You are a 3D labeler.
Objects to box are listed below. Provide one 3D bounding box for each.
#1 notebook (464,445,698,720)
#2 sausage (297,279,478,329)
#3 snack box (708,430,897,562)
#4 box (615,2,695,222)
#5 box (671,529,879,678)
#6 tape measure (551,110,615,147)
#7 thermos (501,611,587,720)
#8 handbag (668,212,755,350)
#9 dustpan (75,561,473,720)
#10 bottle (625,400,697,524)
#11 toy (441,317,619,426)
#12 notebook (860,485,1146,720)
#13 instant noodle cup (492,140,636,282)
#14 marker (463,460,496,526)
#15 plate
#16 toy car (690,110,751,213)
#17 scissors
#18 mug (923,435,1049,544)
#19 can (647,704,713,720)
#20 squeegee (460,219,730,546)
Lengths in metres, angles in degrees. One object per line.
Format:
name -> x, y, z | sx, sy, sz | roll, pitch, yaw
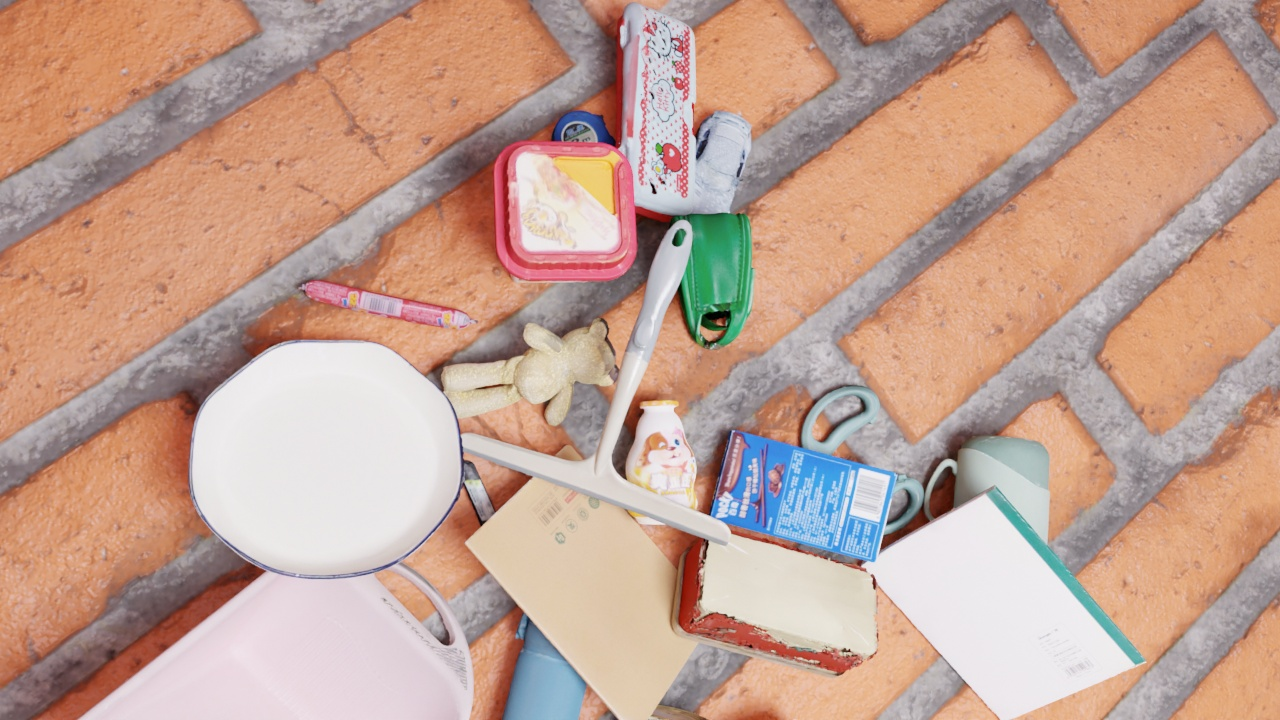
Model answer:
notebook -> -0.035, 0.188, 0.777 | 0.207, 0.008, 0.147 | 50, 43, -3
sausage -> -0.219, -0.047, 0.801 | 0.156, 0.020, 0.020 | 12, 80, -11
snack box -> 0.148, 0.124, 0.841 | 0.157, 0.026, 0.084 | 15, 84, 0
box -> 0.013, -0.229, 0.841 | 0.087, 0.049, 0.201 | 12, 72, -39
box -> 0.121, 0.210, 0.797 | 0.168, 0.080, 0.091 | 17, 53, -10
tape measure -> -0.055, -0.204, 0.856 | 0.058, 0.025, 0.054 | -28, 87, -19
thermos -> -0.088, 0.311, 0.761 | 0.070, 0.070, 0.220 | 15, 79, -10
handbag -> 0.061, -0.069, 0.811 | 0.068, 0.131, 0.120 | -2, 89, 0
dustpan -> -0.240, 0.256, 0.664 | 0.139, 0.273, 0.222 | -43, 96, 10
bottle -> 0.018, 0.090, 0.813 | 0.063, 0.063, 0.108 | 0, 83, -13
toy -> -0.097, 0.010, 0.805 | 0.157, 0.066, 0.105 | -15, 118, -10
notebook -> 0.327, 0.228, 0.839 | 0.151, 0.012, 0.209 | -40, 93, 30
instant noodle cup -> -0.071, -0.117, 0.790 | 0.116, 0.124, 0.116 | -1, 83, -14
marker -> -0.130, 0.144, 0.799 | 0.018, 0.015, 0.124 | -23, 85, -15
plate -> -0.247, 0.080, 0.735 | 0.204, 0.046, 0.204 | 10, 60, -17
toy car -> 0.070, -0.178, 0.876 | 0.054, 0.037, 0.120 | 20, 82, -10
scissors -> 0.186, 0.094, 0.874 | 0.173, 0.019, 0.177 | -1, 84, -10
mug -> 0.329, 0.127, 0.876 | 0.112, 0.082, 0.106 | 3, 81, 19
can -> 0.016, 0.351, 0.771 | 0.075, 0.075, 0.111 | 13, 79, -11
squeegee -> -0.004, 0.004, 0.742 | 0.246, 0.039, 0.247 | 20, 98, 2
